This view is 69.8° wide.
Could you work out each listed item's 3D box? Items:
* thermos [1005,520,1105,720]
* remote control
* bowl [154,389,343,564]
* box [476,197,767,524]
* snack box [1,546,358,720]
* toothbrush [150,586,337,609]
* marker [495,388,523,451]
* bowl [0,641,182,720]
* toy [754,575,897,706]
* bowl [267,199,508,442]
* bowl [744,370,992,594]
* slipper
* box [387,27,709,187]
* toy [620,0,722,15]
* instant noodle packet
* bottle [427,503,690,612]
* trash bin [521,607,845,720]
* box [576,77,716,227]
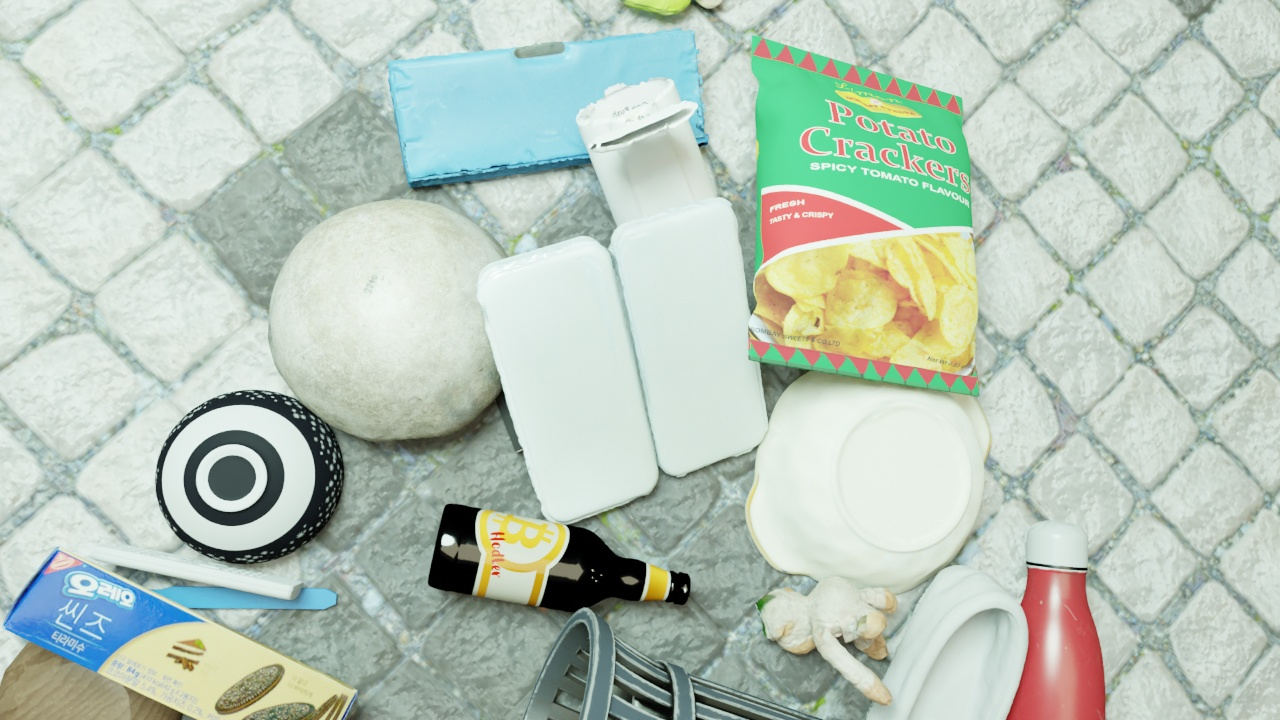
[{"bbox_3d":[0.312,0.242,0.695,0.073,0.073,0.239,6,83,-9],"label":"thermos"},{"bbox_3d":[-0.295,0.141,0.615,0.131,0.033,0.012,13,80,-5],"label":"remote control"},{"bbox_3d":[-0.265,0.078,0.614,0.120,0.066,0.120,1,85,-10],"label":"bowl"},{"bbox_3d":[-0.004,0.005,0.641,0.188,0.037,0.209,-15,118,-10],"label":"box"},{"bbox_3d":[-0.290,0.193,0.587,0.206,0.056,0.057,31,64,-12],"label":"snack box"},{"bbox_3d":[-0.295,0.163,0.627,0.166,0.014,0.016,3,84,-10],"label":"toothbrush"},{"bbox_3d":[-0.108,0.008,0.672,0.021,0.017,0.124,-21,89,-11],"label":"marker"},{"bbox_3d":[-0.365,0.229,0.601,0.118,0.030,0.118,1,85,-10],"label":"bowl"},{"bbox_3d":[0.134,0.198,0.670,0.106,0.085,0.074,11,113,11],"label":"toy"},{"bbox_3d":[-0.169,-0.039,0.618,0.178,0.081,0.178,1,73,-3],"label":"bowl"},{"bbox_3d":[0.186,0.086,0.695,0.219,0.060,0.188,-29,90,-11],"label":"bowl"},{"bbox_3d":[0.224,0.278,0.676,0.112,0.074,0.247,18,91,8],"label":"slipper"},{"bbox_3d":[-0.066,-0.190,0.681,0.231,0.052,0.093,-9,87,-11],"label":"box"},{"bbox_3d":[0.031,-0.314,0.713,0.115,0.046,0.092,-9,87,-17],"label":"toy"},{"bbox_3d":[0.168,-0.108,0.686,0.195,0.090,0.252,8,73,-20],"label":"instant noodle packet"},{"bbox_3d":[-0.054,0.146,0.648,0.181,0.059,0.059,12,83,-9],"label":"bottle"},{"bbox_3d":[0.042,0.281,0.604,0.227,0.164,0.164,22,81,-11],"label":"trash bin"},{"bbox_3d":[0.010,-0.125,0.621,0.080,0.150,0.106,-21,117,5],"label":"box"}]
